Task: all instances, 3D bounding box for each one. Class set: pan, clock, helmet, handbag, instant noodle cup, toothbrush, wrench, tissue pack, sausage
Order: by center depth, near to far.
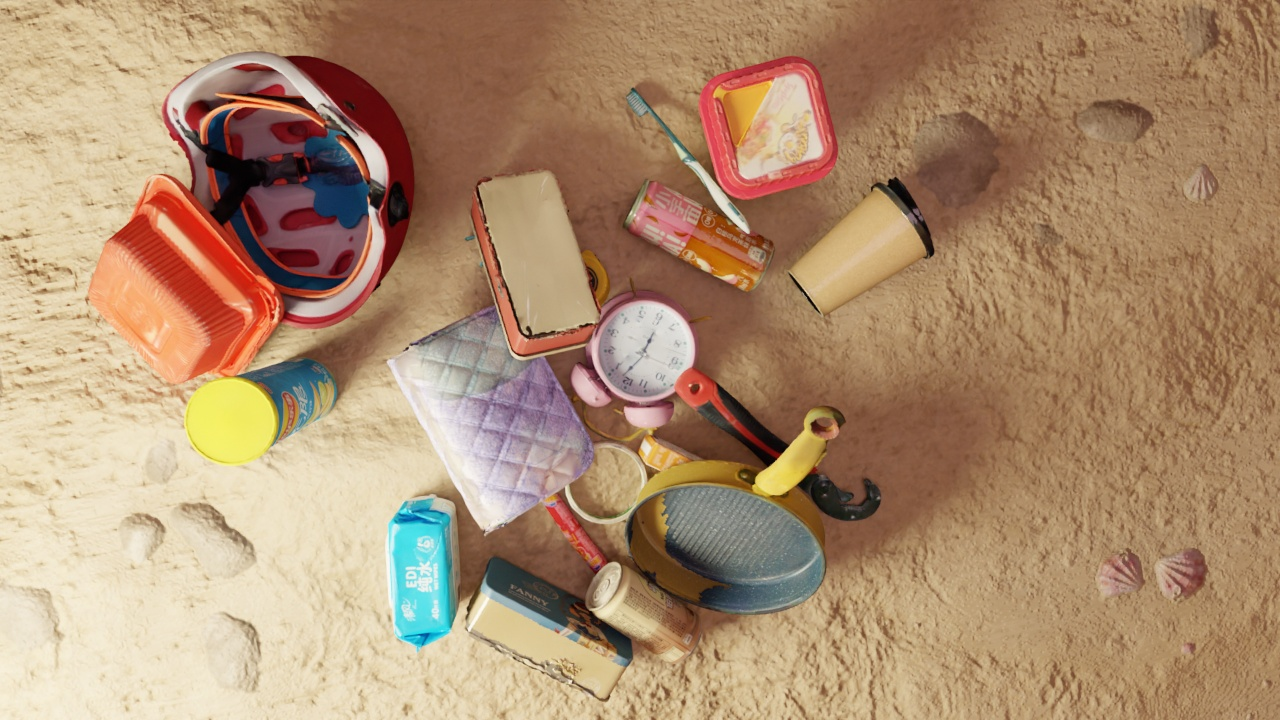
[{"bbox_3d":[-0.418,-0.058,0.829,0.164,0.078,0.189,48,134,-7],"label":"instant noodle cup"},{"bbox_3d":[0.102,0.135,0.833,0.197,0.078,0.358,21,134,-2],"label":"pan"},{"bbox_3d":[-0.295,-0.164,0.843,0.207,0.143,0.240,0,114,19],"label":"helmet"},{"bbox_3d":[0.114,-0.216,0.883,0.116,0.124,0.116,-16,95,-4],"label":"instant noodle cup"},{"bbox_3d":[-0.143,0.053,0.893,0.133,0.076,0.194,-29,92,-31],"label":"handbag"},{"bbox_3d":[-0.215,0.206,0.910,0.063,0.090,0.140,-2,95,-5],"label":"tissue pack"},{"bbox_3d":[0.046,-0.197,0.912,0.018,0.016,0.191,-39,81,9],"label":"toothbrush"},{"bbox_3d":[-0.006,0.005,0.925,0.117,0.060,0.158,25,95,-6],"label":"clock"},{"bbox_3d":[0.142,0.091,0.939,0.273,0.016,0.056,34,97,-20],"label":"wrench"},{"bbox_3d":[-0.065,0.184,0.956,0.020,0.020,0.156,-36,97,-1],"label":"sausage"}]

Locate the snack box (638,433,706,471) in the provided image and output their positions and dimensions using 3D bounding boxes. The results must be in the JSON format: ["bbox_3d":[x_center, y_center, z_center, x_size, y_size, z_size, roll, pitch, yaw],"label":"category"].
[{"bbox_3d":[0.074,0.121,0.934,0.153,0.075,0.026,26,91,-7],"label":"snack box"}]

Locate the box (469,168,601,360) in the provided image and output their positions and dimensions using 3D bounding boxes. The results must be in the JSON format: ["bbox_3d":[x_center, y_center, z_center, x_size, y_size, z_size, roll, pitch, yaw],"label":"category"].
[{"bbox_3d":[-0.098,-0.096,0.868,0.091,0.076,0.168,-14,76,-20],"label":"box"}]

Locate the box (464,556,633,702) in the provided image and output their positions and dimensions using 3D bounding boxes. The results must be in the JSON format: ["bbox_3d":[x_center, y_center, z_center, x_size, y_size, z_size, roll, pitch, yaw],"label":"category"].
[{"bbox_3d":[-0.098,0.268,0.926,0.184,0.089,0.060,31,96,-10],"label":"box"}]

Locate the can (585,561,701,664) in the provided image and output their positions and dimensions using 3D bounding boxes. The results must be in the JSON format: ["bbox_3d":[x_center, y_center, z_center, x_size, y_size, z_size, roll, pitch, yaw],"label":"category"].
[{"bbox_3d":[0.004,0.258,0.937,0.116,0.058,0.058,39,91,-21],"label":"can"}]

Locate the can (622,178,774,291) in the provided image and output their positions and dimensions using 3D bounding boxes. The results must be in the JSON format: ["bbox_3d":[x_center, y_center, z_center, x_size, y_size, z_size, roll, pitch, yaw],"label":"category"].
[{"bbox_3d":[0.059,-0.125,0.919,0.147,0.058,0.058,26,92,-7],"label":"can"}]

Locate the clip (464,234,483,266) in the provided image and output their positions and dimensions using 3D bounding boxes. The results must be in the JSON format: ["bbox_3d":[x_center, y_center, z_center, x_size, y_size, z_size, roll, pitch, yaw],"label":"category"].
[{"bbox_3d":[-0.146,-0.121,0.925,0.054,0.013,0.033,-28,98,0],"label":"clip"}]

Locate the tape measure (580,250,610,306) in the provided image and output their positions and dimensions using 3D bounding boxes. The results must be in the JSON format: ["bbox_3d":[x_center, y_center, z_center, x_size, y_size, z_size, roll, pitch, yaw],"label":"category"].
[{"bbox_3d":[-0.059,-0.076,0.925,0.060,0.029,0.057,-36,75,1],"label":"tape measure"}]

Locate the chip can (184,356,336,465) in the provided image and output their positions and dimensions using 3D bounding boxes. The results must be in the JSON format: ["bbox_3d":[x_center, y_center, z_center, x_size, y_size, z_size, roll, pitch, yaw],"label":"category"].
[{"bbox_3d":[-0.332,0.040,0.825,0.071,0.210,0.071,0,95,-5],"label":"chip can"}]

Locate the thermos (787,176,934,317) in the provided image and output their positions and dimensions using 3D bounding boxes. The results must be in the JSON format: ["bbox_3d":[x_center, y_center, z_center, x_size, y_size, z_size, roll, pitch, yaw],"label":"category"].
[{"bbox_3d":[0.223,-0.111,0.924,0.143,0.093,0.093,-37,97,8],"label":"thermos"}]

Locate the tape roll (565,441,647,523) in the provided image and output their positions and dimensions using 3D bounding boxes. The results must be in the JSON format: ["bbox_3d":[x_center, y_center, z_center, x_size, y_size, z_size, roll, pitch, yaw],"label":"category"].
[{"bbox_3d":[-0.036,0.127,0.956,0.086,0.014,0.086,0,95,-5],"label":"tape roll"}]
